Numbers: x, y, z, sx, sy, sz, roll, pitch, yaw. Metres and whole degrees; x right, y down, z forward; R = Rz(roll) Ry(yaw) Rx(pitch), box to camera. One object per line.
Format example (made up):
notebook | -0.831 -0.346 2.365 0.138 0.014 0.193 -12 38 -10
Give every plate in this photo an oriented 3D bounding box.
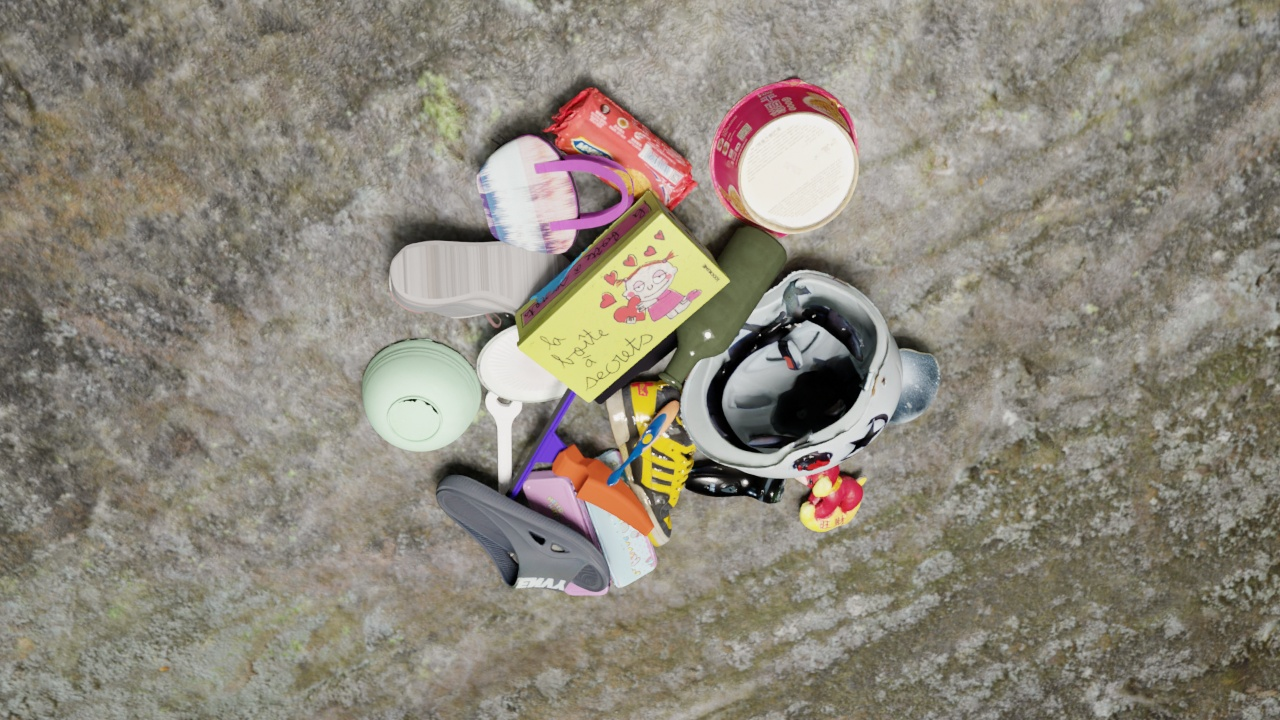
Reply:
plate | -0.125 0.000 1.141 0.157 0.014 0.157 -9 142 -7

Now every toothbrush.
toothbrush | 0.004 0.102 1.127 0.021 0.017 0.135 38 79 10

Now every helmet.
helmet | 0.190 0.039 1.114 0.264 0.236 0.163 -39 139 8

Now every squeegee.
squeegee | -0.057 0.158 1.172 0.185 0.055 0.250 39 121 11

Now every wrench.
wrench | -0.184 0.156 1.248 0.047 0.009 0.274 1 116 -5

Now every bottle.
bottle | 0.090 -0.059 1.079 0.071 0.071 0.206 37 81 -20

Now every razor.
razor | 0.130 0.169 1.249 0.140 0.063 0.053 2 115 -8

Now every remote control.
remote control | -0.007 0.007 1.122 0.137 0.015 0.032 -39 121 15

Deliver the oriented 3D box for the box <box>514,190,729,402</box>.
box | -0.026 -0.068 1.032 0.221 0.082 0.124 -40 121 11

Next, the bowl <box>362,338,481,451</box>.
bowl | -0.279 0.056 1.153 0.151 0.077 0.151 -2 118 -4

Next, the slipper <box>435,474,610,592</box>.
slipper | -0.161 0.248 1.212 0.268 0.083 0.111 32 142 -9

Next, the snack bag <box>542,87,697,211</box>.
snack bag | -0.018 -0.234 1.033 0.176 0.082 0.082 34 109 -20

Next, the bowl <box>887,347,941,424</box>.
bowl | 0.330 0.025 1.195 0.110 0.055 0.110 -7 116 -14

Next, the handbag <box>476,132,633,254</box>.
handbag | -0.088 -0.186 1.012 0.170 0.067 0.145 2 120 27

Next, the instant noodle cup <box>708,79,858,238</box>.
instant noodle cup | 0.173 -0.222 1.051 0.178 0.077 0.179 -2 116 -4

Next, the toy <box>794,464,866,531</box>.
toy | 0.264 0.182 1.272 0.105 0.067 0.137 -24 124 0

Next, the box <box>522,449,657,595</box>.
box | -0.066 0.231 1.277 0.149 0.051 0.214 -17 117 0

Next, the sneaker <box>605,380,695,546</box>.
sneaker | 0.039 0.129 1.208 0.122 0.086 0.239 -14 113 7

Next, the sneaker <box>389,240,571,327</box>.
sneaker | -0.188 -0.090 1.093 0.235 0.090 0.099 4 84 -27
